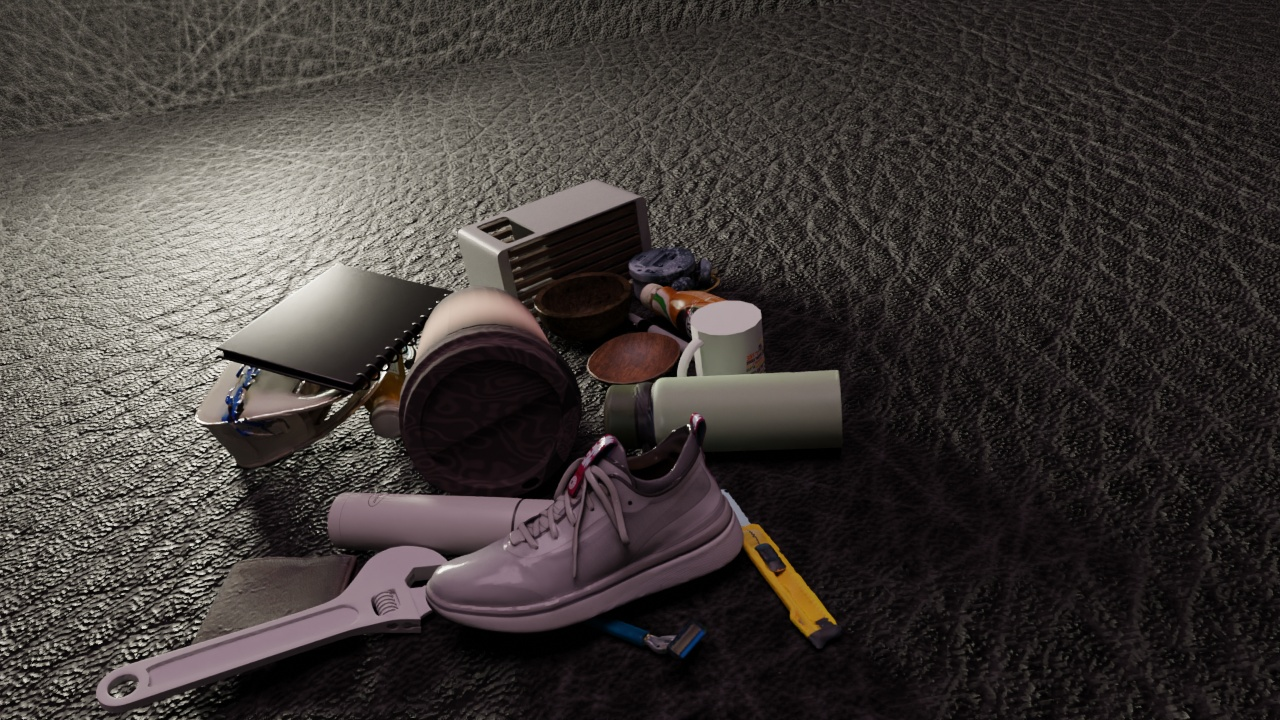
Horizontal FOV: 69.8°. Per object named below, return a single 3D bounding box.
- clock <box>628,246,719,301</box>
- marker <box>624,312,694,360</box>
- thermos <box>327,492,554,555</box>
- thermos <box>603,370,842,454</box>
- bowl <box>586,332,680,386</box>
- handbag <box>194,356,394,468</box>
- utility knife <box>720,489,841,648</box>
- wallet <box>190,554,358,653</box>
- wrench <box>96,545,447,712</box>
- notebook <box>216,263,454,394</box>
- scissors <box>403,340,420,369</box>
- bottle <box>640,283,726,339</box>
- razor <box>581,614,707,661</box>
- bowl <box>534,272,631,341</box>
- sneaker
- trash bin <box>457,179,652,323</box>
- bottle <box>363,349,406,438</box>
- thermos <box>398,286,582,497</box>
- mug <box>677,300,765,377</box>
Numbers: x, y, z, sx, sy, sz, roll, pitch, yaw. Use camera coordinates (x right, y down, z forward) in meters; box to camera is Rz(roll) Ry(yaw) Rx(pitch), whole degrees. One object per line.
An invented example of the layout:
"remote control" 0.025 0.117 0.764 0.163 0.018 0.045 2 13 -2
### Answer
"clock" 0.043 -0.110 1.207 0.130 0.052 0.090 11 36 32
"marker" 0.026 -0.030 1.113 0.016 0.016 0.140 -26 35 -26
"thermos" -0.170 0.149 0.829 0.224 0.052 0.052 0 32 14
"thermos" 0.079 0.055 0.901 0.231 0.082 0.082 -3 31 10
"bowl" -0.006 0.006 1.050 0.102 0.026 0.113 10 35 28
"handbag" -0.376 0.019 1.019 0.200 0.093 0.200 -14 36 15
"utility knife" 0.105 0.166 0.768 0.030 0.018 0.206 -9 26 -19
"wallet" -0.312 0.210 0.790 0.120 0.031 0.099 -4 33 3
"wrench" -0.284 0.213 0.741 0.272 0.018 0.086 -13 38 -26
"notebook" -0.330 -0.042 1.038 0.169 0.019 0.230 14 31 10
"scissors" -0.273 -0.012 1.162 0.132 0.019 0.147 8 34 28
"bottle" 0.063 -0.057 1.105 0.059 0.059 0.167 -28 36 -29
"razor" -0.019 0.209 0.722 0.144 0.022 0.042 6 20 33
"bowl" -0.067 -0.059 1.146 0.121 0.056 0.121 -7 31 4
"sneaker" -0.047 0.129 0.734 0.262 0.129 0.097 -15 16 -14
"trash bin" -0.112 -0.148 1.251 0.228 0.115 0.114 -26 34 -26
"bottle" -0.298 0.027 1.067 0.053 0.053 0.186 -16 32 -11
"thermos" -0.159 0.018 0.947 0.172 0.173 0.226 -13 25 -7
"mug" 0.083 -0.001 0.976 0.105 0.090 0.073 -26 35 -26
